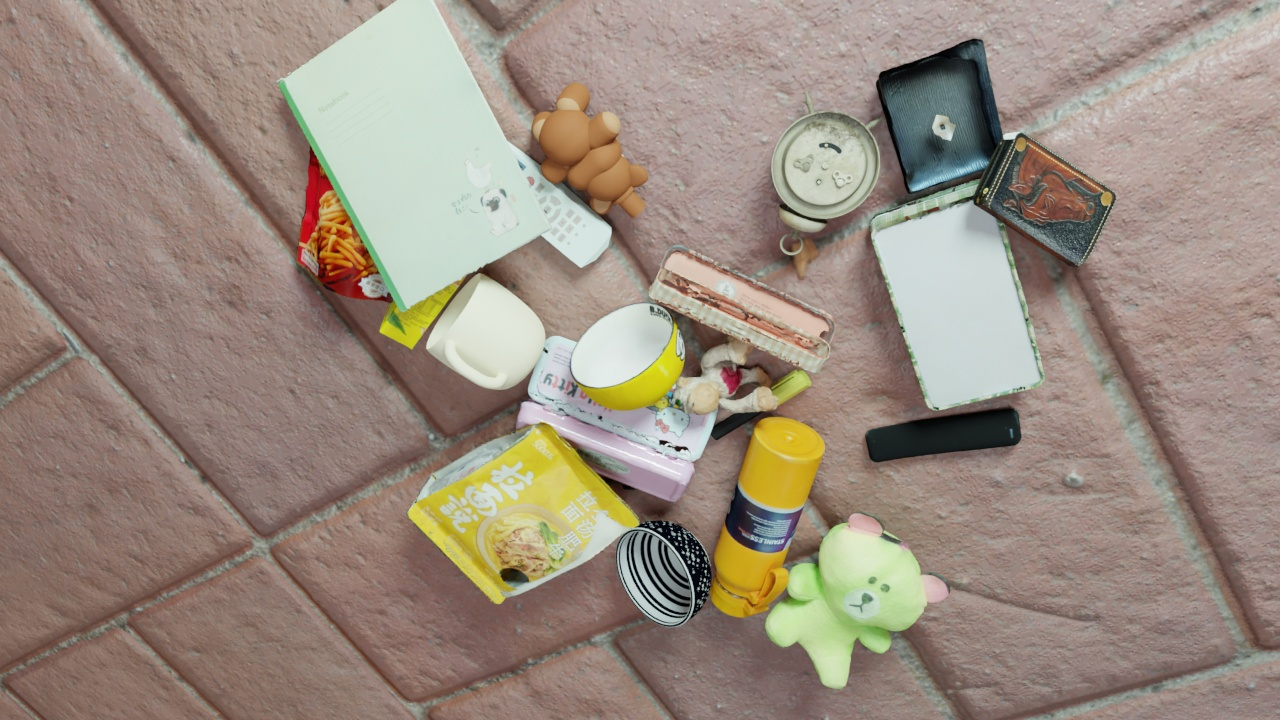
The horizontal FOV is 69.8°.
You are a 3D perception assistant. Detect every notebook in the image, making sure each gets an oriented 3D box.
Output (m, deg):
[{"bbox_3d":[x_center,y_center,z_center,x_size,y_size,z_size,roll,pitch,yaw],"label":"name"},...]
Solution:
[{"bbox_3d":[-0.217,-0.196,0.872,0.182,0.010,0.252,-26,94,18],"label":"notebook"}]

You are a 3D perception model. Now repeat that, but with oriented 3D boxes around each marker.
[{"bbox_3d":[0.123,0.048,0.968,0.124,0.017,0.021,-35,105,27],"label":"marker"}]

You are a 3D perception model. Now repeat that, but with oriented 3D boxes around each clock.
[{"bbox_3d":[0.158,-0.162,0.831,0.093,0.054,0.141,18,112,-1],"label":"clock"}]

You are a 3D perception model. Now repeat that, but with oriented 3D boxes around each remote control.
[{"bbox_3d":[0.311,0.080,0.944,0.152,0.020,0.041,-10,113,18],"label":"remote control"},{"bbox_3d":[-0.092,-0.154,0.904,0.143,0.024,0.050,39,118,-12],"label":"remote control"}]

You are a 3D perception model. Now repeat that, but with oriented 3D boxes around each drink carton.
[{"bbox_3d":[-0.214,-0.079,0.947,0.043,0.058,0.135,31,120,-22],"label":"drink carton"}]

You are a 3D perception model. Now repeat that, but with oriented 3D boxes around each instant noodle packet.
[{"bbox_3d":[-0.129,0.165,1.025,0.222,0.084,0.163,-30,108,33],"label":"instant noodle packet"}]

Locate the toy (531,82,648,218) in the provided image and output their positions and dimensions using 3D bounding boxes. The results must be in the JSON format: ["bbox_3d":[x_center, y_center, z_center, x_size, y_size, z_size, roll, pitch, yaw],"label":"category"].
[{"bbox_3d":[-0.042,-0.191,0.863,0.095,0.065,0.127,-32,115,33],"label":"toy"}]

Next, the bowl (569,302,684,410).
[{"bbox_3d":[-0.005,0.005,0.923,0.117,0.117,0.068,-18,129,20],"label":"bowl"}]

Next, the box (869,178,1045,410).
[{"bbox_3d":[0.296,-0.057,0.860,0.118,0.051,0.205,-17,112,23],"label":"box"}]

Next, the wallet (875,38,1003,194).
[{"bbox_3d":[0.261,-0.211,0.797,0.089,0.026,0.115,-17,113,14],"label":"wallet"}]

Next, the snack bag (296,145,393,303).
[{"bbox_3d":[-0.282,-0.172,0.931,0.139,0.066,0.208,22,110,6],"label":"snack bag"}]

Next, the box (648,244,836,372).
[{"bbox_3d":[0.102,-0.050,0.892,0.187,0.082,0.042,24,128,-3],"label":"box"}]

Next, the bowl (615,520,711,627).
[{"bbox_3d":[0.037,0.235,1.050,0.120,0.066,0.120,20,120,40],"label":"bowl"}]

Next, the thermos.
[{"bbox_3d":[0.131,0.181,0.994,0.076,0.091,0.233,11,119,-5],"label":"thermos"}]

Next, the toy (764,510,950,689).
[{"bbox_3d":[0.233,0.256,1.011,0.150,0.107,0.197,39,110,-3],"label":"toy"}]

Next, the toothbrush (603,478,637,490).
[{"bbox_3d":[-0.073,0.146,1.064,0.167,0.012,0.013,-6,124,15],"label":"toothbrush"}]

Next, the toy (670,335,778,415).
[{"bbox_3d":[0.076,0.020,0.930,0.106,0.074,0.085,-23,115,12],"label":"toy"}]

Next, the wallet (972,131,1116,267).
[{"bbox_3d":[0.348,-0.138,0.789,0.123,0.019,0.072,24,91,-20],"label":"wallet"}]

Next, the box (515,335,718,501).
[{"bbox_3d":[-0.031,0.073,0.983,0.201,0.077,0.147,21,120,1],"label":"box"}]

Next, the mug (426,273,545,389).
[{"bbox_3d":[-0.153,-0.015,0.936,0.099,0.120,0.096,36,124,-20],"label":"mug"}]
